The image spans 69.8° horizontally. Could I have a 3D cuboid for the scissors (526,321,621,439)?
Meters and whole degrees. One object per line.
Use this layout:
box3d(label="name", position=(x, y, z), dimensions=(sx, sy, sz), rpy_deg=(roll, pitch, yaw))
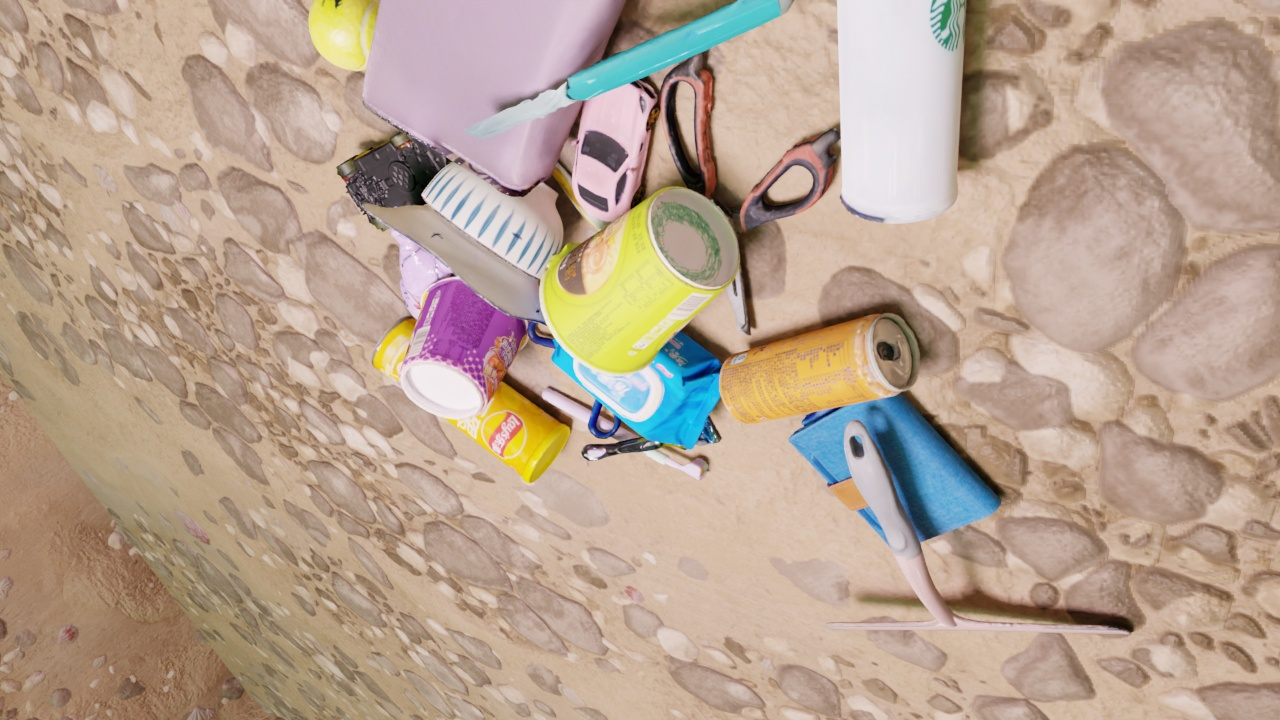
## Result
box3d(label="scissors", position=(-0.039, 0.001, 0.839), dimensions=(0.162, 0.012, 0.173), rpy_deg=(34, 135, 19))

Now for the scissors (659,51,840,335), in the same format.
box3d(label="scissors", position=(0.061, -0.111, 0.649), dimensions=(0.189, 0.015, 0.228), rpy_deg=(50, 142, -9))

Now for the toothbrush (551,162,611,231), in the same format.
box3d(label="toothbrush", position=(-0.077, -0.158, 0.724), dimensions=(0.191, 0.018, 0.016), rpy_deg=(49, 144, -7))

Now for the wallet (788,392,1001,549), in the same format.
box3d(label="wallet", position=(0.191, 0.082, 0.705), dimensions=(0.133, 0.040, 0.107), rpy_deg=(46, 138, -5))

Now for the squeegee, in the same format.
box3d(label="squeegee", position=(0.206, 0.144, 0.697), dimensions=(0.248, 0.040, 0.249), rpy_deg=(-11, 124, 37))

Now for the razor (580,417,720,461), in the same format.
box3d(label="razor", position=(0.002, 0.075, 0.847), dimensions=(0.143, 0.022, 0.043), rpy_deg=(-15, 113, 30))

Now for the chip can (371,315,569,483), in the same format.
box3d(label="chip can", position=(-0.177, 0.039, 0.958), dimensions=(0.213, 0.071, 0.072), rpy_deg=(35, 142, 10))

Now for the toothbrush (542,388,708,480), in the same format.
box3d(label="toothbrush", position=(-0.020, 0.068, 0.890), dimensions=(0.189, 0.021, 0.029), rpy_deg=(25, 171, 23))

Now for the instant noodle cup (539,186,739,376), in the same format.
box3d(label="instant noodle cup", position=(0.005, -0.062, 0.661), dimensions=(0.111, 0.111, 0.124), rpy_deg=(48, 139, -7))

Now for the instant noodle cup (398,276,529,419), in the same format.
box3d(label="instant noodle cup", position=(-0.170, -0.006, 0.862), dimensions=(0.111, 0.099, 0.112), rpy_deg=(9, 141, 7))

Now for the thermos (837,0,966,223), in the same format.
box3d(label="thermos", position=(0.137, -0.184, 0.472), dimensions=(0.073, 0.073, 0.224), rpy_deg=(15, 135, 31))

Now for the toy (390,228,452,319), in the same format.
box3d(label="toy", position=(-0.207, -0.076, 0.900), dimensions=(0.084, 0.038, 0.108), rpy_deg=(27, 139, 8))

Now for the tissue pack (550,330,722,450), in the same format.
box3d(label="tissue pack", position=(-0.005, 0.004, 0.768), dimensions=(0.157, 0.052, 0.095), rpy_deg=(38, 134, 10))

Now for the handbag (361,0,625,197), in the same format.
box3d(label="handbag", position=(-0.092, -0.222, 0.608), dimensions=(0.145, 0.098, 0.198), rpy_deg=(41, 140, 5))

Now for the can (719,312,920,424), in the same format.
box3d(label="can", position=(0.126, 0.008, 0.672), dimensions=(0.146, 0.058, 0.058), rpy_deg=(-17, 114, 48))

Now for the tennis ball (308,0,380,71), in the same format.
box3d(label="tennis ball", position=(-0.225, -0.261, 0.717), dimensions=(0.065, 0.065, 0.066), rpy_deg=(24, 139, 23))

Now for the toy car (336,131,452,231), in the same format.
box3d(label="toy car", position=(-0.213, -0.164, 0.818), dimensions=(0.156, 0.041, 0.071), rpy_deg=(-11, 118, 43))

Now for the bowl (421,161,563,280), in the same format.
box3d(label="bowl", position=(-0.107, -0.123, 0.729), dimensions=(0.116, 0.066, 0.116), rpy_deg=(35, -175, -4))

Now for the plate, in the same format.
box3d(label="plate", position=(-0.141, -0.088, 0.780), dimensions=(0.164, 0.034, 0.163), rpy_deg=(36, -175, 13))

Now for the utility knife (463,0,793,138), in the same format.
box3d(label="utility knife", position=(-0.009, -0.181, 0.560), dimensions=(0.223, 0.013, 0.029), rpy_deg=(-20, 153, 14))

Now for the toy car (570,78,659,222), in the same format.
box3d(label="toy car", position=(-0.022, -0.153, 0.667), dimensions=(0.056, 0.037, 0.123), rpy_deg=(29, 139, 14))
